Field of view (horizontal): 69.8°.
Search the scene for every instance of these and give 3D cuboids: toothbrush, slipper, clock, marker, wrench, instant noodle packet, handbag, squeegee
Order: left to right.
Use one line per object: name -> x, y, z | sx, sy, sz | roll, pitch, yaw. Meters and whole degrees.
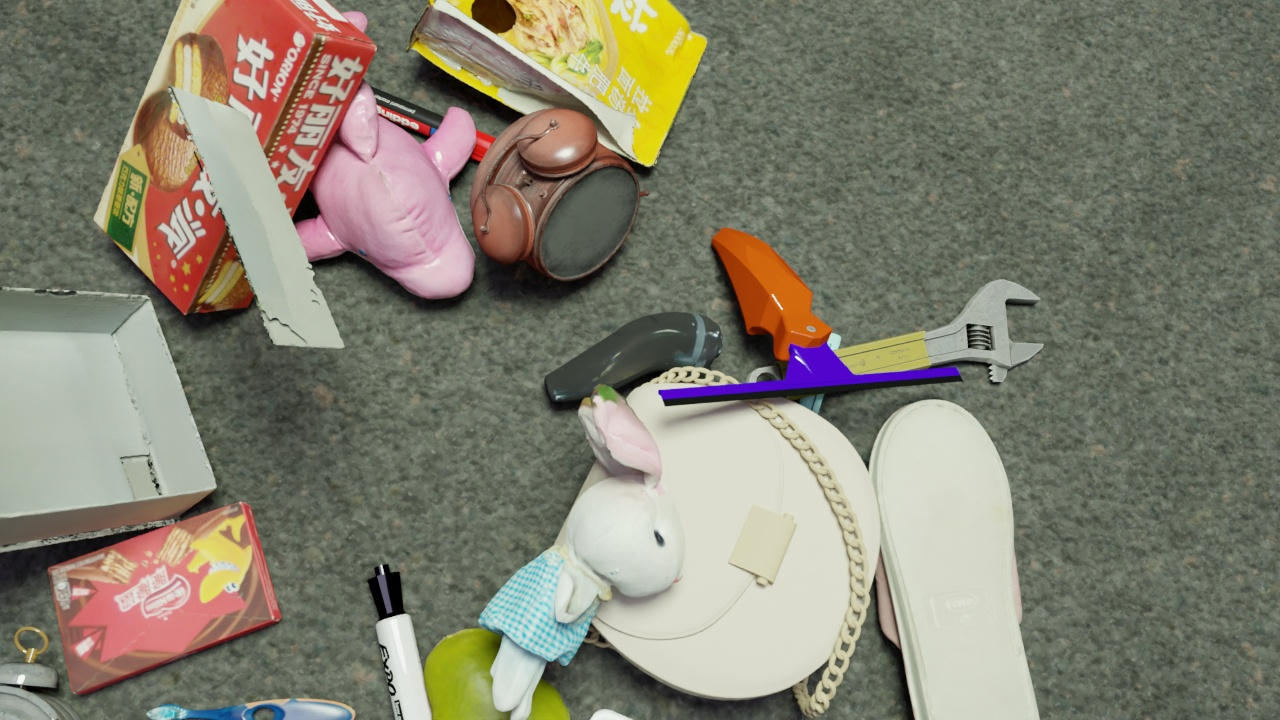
clock -> -0.404, 0.245, 0.581 | 0.104, 0.056, 0.147 | 6, 74, -4
toothbrush -> -0.262, 0.239, 0.618 | 0.135, 0.017, 0.021 | 3, 74, -5
marker -> -0.166, 0.204, 0.635 | 0.025, 0.025, 0.125 | -15, 74, -10
marker -> -0.191, -0.202, 0.766 | 0.145, 0.021, 0.023 | 23, 101, 2
clock -> -0.067, -0.122, 0.679 | 0.072, 0.157, 0.120 | 40, 99, 27
instant noodle packet -> -0.057, -0.276, 0.768 | 0.221, 0.084, 0.162 | 28, 60, -13
handbag -> 0.057, 0.127, 0.653 | 0.208, 0.103, 0.210 | 23, 71, 10
squeegee -> 0.100, -0.046, 0.697 | 0.249, 0.055, 0.184 | -4, 40, -24
wrench -> 0.208, -0.008, 0.734 | 0.273, 0.018, 0.083 | -11, 79, -15
slipper -> 0.225, 0.162, 0.672 | 0.114, 0.054, 0.274 | 1, 69, -6

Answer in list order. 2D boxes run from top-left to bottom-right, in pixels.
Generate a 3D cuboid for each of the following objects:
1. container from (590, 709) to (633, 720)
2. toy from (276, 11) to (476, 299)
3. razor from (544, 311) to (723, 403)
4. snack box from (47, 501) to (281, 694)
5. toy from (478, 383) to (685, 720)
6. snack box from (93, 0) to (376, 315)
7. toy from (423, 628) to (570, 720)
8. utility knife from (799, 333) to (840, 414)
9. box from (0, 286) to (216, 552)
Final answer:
container -> -0.016, 0.306, 0.603 | 0.081, 0.050, 0.129 | 23, 71, 2
toy -> -0.216, -0.162, 0.693 | 0.186, 0.128, 0.265 | -38, 80, -13
razor -> -0.004, 0.004, 0.707 | 0.140, 0.053, 0.064 | -22, 108, -6
snack box -> -0.327, 0.162, 0.633 | 0.133, 0.021, 0.089 | -19, 75, -11
toy -> -0.028, 0.127, 0.559 | 0.105, 0.131, 0.205 | 24, 78, -1
snack box -> -0.290, -0.156, 0.646 | 0.113, 0.060, 0.237 | 43, 115, 12
toy -> -0.101, 0.231, 0.619 | 0.090, 0.051, 0.110 | -25, 74, -15
utility knife -> 0.133, 0.035, 0.726 | 0.022, 0.015, 0.128 | 27, 72, -23
box -> -0.371, 0.000, 0.498 | 0.150, 0.370, 0.166 | -24, 76, -13
